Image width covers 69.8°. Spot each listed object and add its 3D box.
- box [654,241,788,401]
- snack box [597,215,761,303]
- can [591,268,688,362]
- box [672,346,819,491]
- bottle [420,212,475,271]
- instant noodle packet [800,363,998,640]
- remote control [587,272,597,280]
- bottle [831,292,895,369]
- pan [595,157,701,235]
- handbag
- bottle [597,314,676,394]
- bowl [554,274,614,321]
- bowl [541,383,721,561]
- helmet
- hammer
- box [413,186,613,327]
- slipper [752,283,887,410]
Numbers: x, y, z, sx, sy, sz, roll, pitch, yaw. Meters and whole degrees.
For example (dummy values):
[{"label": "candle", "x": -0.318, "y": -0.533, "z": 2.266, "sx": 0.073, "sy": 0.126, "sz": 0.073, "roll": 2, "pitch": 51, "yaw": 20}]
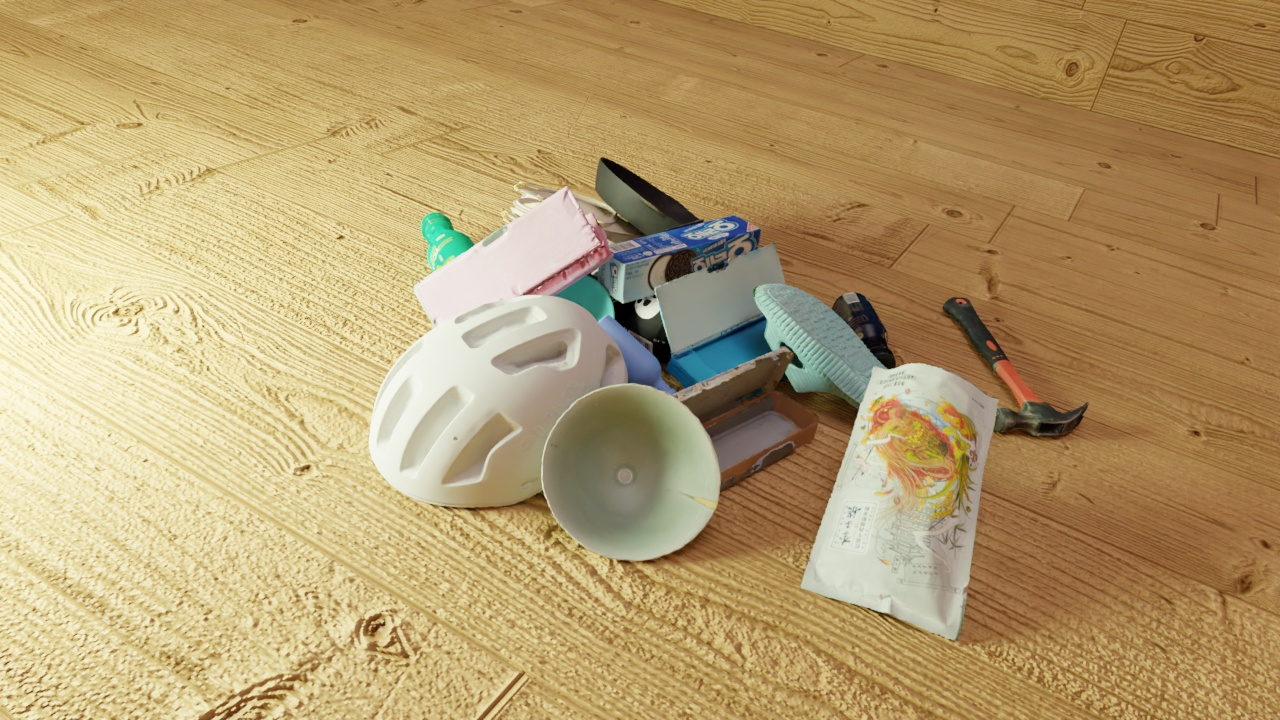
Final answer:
[{"label": "box", "x": 0.125, "y": -0.039, "z": 1.164, "sx": 0.242, "sy": 0.064, "sz": 0.174, "roll": -24, "pitch": 81, "yaw": -40}, {"label": "snack box", "x": 0.052, "y": -0.132, "z": 1.171, "sx": 0.225, "sy": 0.060, "sz": 0.059, "roll": -19, "pitch": 38, "yaw": -33}, {"label": "can", "x": -0.004, "y": -0.060, "z": 1.180, "sx": 0.146, "sy": 0.080, "sz": 0.080, "roll": 31, "pitch": 38, "yaw": 31}, {"label": "box", "x": 0.107, "y": 0.075, "z": 1.003, "sx": 0.215, "sy": 0.095, "sz": 0.107, "roll": -21, "pitch": 68, "yaw": -39}, {"label": "bottle", "x": -0.258, "y": -0.143, "z": 1.262, "sx": 0.068, "sy": 0.068, "sz": 0.209, "roll": -8, "pitch": 36, "yaw": -24}, {"label": "instant noodle packet", "x": 0.265, "y": 0.125, "z": 0.905, "sx": 0.147, "sy": 0.057, "sz": 0.268, "roll": 14, "pitch": 57, "yaw": 16}, {"label": "remote control", "x": -0.120, "y": -0.097, "z": 1.192, "sx": 0.141, "sy": 0.021, "sz": 0.045, "roll": -10, "pitch": -25, "yaw": 38}, {"label": "bottle", "x": 0.302, "y": -0.035, "z": 1.237, "sx": 0.056, "sy": 0.056, "sz": 0.160, "roll": 4, "pitch": 32, "yaw": -7}, {"label": "pan", "x": 0.077, "y": -0.174, "z": 1.334, "sx": 0.356, "sy": 0.043, "sz": 0.248, "roll": 36, "pitch": 15, "yaw": 2}, {"label": "handbag", "x": -0.102, "y": -0.187, "z": 1.290, "sx": 0.195, "sy": 0.101, "sz": 0.197, "roll": 31, "pitch": 11, "yaw": 31}, {"label": "bottle", "x": -0.006, "y": 0.006, "z": 1.080, "sx": 0.131, "sy": 0.048, "sz": 0.047, "roll": 43, "pitch": 38, "yaw": 3}, {"label": "bowl", "x": -0.086, "y": -0.046, "z": 1.147, "sx": 0.121, "sy": 0.121, "sz": 0.046, "roll": 19, "pitch": -6, "yaw": 16}, {"label": "bowl", "x": -0.013, "y": 0.114, "z": 0.906, "sx": 0.174, "sy": 0.068, "sz": 0.174, "roll": 3, "pitch": 76, "yaw": -10}, {"label": "helmet", "x": -0.150, "y": 0.041, "z": 0.970, "sx": 0.282, "sy": 0.184, "sz": 0.224, "roll": -27, "pitch": 39, "yaw": -15}, {"label": "hammer", "x": 0.490, "y": -0.003, "z": 1.259, "sx": 0.133, "sy": 0.033, "sz": 0.332, "roll": 3, "pitch": 32, "yaw": -7}, {"label": "box", "x": -0.157, "y": -0.113, "z": 1.098, "sx": 0.233, "sy": 0.098, "sz": 0.099, "roll": -31, "pitch": 33, "yaw": 11}, {"label": "slipper", "x": 0.240, "y": 0.008, "z": 1.128, "sx": 0.276, "sy": 0.070, "sz": 0.115, "roll": 46, "pitch": 39, "yaw": 17}]
